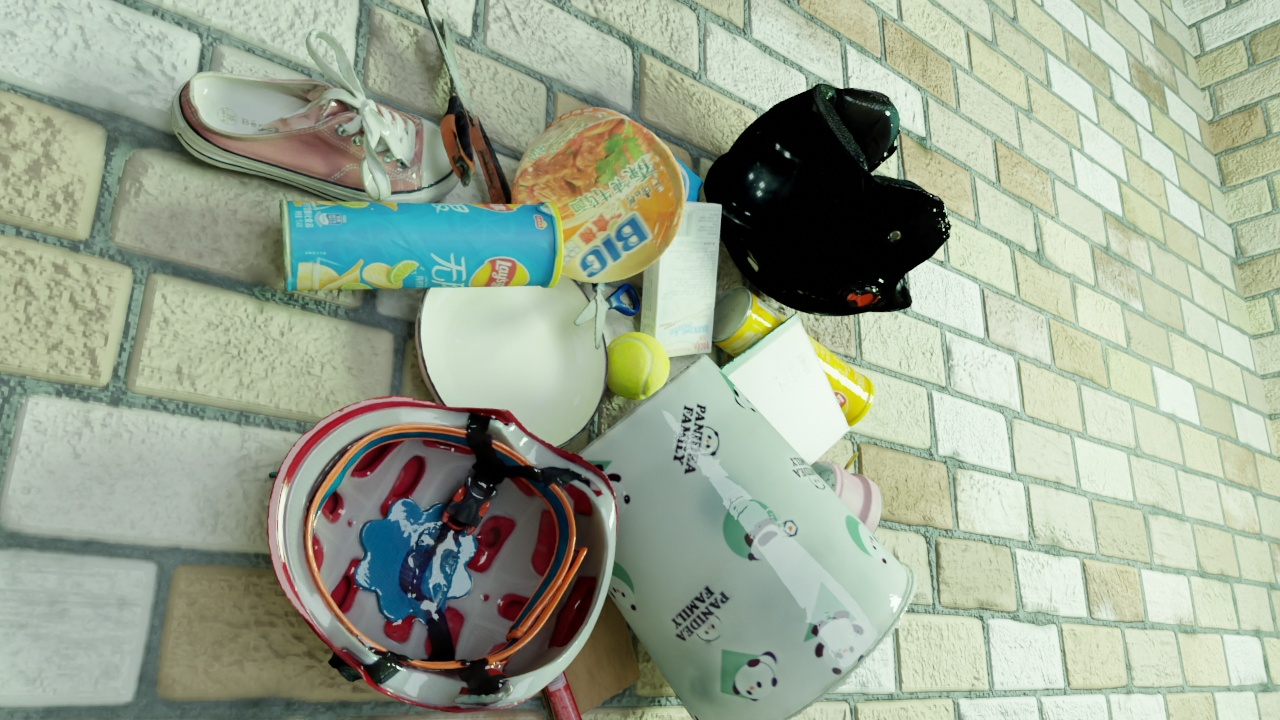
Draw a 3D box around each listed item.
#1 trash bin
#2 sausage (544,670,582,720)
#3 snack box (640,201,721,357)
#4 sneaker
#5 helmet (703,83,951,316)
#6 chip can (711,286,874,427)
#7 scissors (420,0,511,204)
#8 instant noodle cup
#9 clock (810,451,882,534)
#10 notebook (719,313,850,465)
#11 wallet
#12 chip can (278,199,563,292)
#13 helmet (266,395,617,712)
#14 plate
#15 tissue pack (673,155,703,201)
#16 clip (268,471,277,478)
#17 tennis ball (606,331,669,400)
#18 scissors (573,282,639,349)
[{"bbox_3d":[0.062,0.147,0.777,0.252,0.230,0.228,52,49,2],"label":"trash bin"},{"bbox_3d":[-0.072,0.256,0.751,0.020,0.020,0.156,-23,96,-42],"label":"sausage"},{"bbox_3d":[0.041,-0.083,0.935,0.084,0.027,0.157,-6,105,-42],"label":"snack box"},{"bbox_3d":[-0.233,-0.180,0.724,0.240,0.088,0.118,5,73,-45],"label":"sneaker"},{"bbox_3d":[0.203,-0.161,1.007,0.233,0.230,0.275,-89,155,-48],"label":"helmet"},{"bbox_3d":[0.170,0.000,1.027,0.213,0.072,0.071,33,57,-29],"label":"chip can"},{"bbox_3d":[-0.157,-0.218,0.822,0.223,0.015,0.189,-97,163,-51],"label":"scissors"},{"bbox_3d":[-0.041,-0.160,0.838,0.151,0.151,0.111,43,15,-22],"label":"instant noodle cup"},{"bbox_3d":[0.187,0.177,0.960,0.060,0.117,0.158,33,54,-17],"label":"clock"},{"bbox_3d":[0.125,0.064,0.946,0.208,0.012,0.150,-35,105,-30],"label":"notebook"},{"bbox_3d":[-0.053,0.242,0.797,0.101,0.020,0.115,-15,88,-42],"label":"wallet"},{"bbox_3d":[-0.170,-0.091,0.722,0.210,0.071,0.071,-3,78,-22],"label":"chip can"},{"bbox_3d":[-0.151,0.140,0.665,0.240,0.144,0.206,29,60,-12],"label":"helmet"},{"bbox_3d":[-0.115,-0.008,0.807,0.192,0.039,0.192,14,68,-37],"label":"plate"},{"bbox_3d":[0.001,-0.185,0.954,0.157,0.052,0.094,32,57,-29],"label":"tissue pack"},{"bbox_3d":[-0.246,0.094,0.680,0.055,0.013,0.037,-3,79,-39],"label":"clip"},{"bbox_3d":[-0.005,0.005,0.880,0.065,0.066,0.065,14,68,-37],"label":"tennis ball"},{"bbox_3d":[-0.031,-0.052,0.866,0.144,0.012,0.170,35,31,-45],"label":"scissors"}]
